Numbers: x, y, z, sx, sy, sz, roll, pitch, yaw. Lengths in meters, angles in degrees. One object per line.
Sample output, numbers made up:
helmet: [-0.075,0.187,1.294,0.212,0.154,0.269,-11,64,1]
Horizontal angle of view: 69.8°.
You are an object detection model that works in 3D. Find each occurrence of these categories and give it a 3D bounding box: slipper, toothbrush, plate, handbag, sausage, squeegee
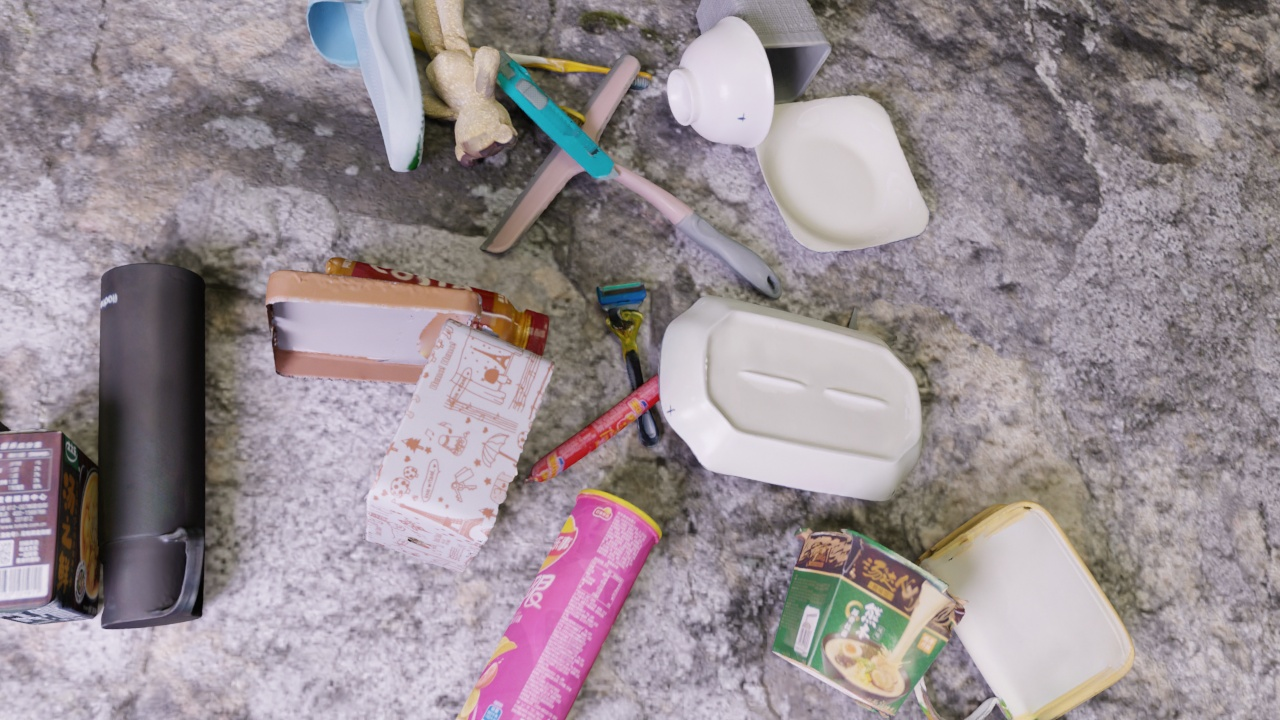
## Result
slipper: [-0.237,-0.271,0.765,0.074,0.104,0.245,-15,82,-19]
toothbrush: [-0.137,-0.251,0.821,0.190,0.016,0.016,26,76,0]
plate: [0.141,0.028,0.779,0.265,0.034,0.161,13,65,-21]
toothbrush: [-0.081,-0.272,0.857,0.191,0.016,0.018,2,79,-17]
handbag: [0.296,0.225,0.775,0.178,0.063,0.163,-29,81,-9]
plate: [0.188,-0.178,0.894,0.163,0.034,0.164,-12,75,-21]
sausage: [-0.029,0.054,0.740,0.155,0.020,0.020,-36,84,-14]
squeegee: [0.030,-0.131,0.823,0.249,0.040,0.247,33,68,-6]

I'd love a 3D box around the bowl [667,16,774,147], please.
bowl: [0.064,-0.246,0.836,0.064,0.118,0.118,-19,77,-19]

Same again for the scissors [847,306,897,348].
scissors: [0.178,0.031,0.829,0.159,0.014,0.175,-4,70,-21]

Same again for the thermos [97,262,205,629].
thermos: [-0.325,0.054,0.626,0.068,0.090,0.242,16,60,-56]

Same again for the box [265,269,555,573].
box: [-0.176,0.032,0.624,0.193,0.183,0.156,21,66,-9]

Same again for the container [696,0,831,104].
container: [0.114,-0.322,0.895,0.090,0.090,0.114,-10,71,-21]

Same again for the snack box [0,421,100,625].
snack box: [-0.379,0.098,0.576,0.053,0.113,0.125,-1,71,-19]

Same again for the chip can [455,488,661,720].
chip can: [-0.062,0.199,0.661,0.071,0.072,0.210,32,65,-4]

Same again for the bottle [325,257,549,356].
bottle: [-0.161,-0.035,0.722,0.175,0.058,0.057,12,68,-13]

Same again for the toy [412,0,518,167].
toy: [-0.153,-0.249,0.788,0.066,0.105,0.157,-22,95,-57]

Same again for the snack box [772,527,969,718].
snack box: [0.166,0.203,0.713,0.117,0.118,0.105,31,75,-5]

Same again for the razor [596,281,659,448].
razor: [-0.005,0.005,0.775,0.042,0.022,0.142,-10,80,-10]

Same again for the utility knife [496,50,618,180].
utility knife: [-0.077,-0.213,0.802,0.029,0.013,0.157,-43,84,-11]
